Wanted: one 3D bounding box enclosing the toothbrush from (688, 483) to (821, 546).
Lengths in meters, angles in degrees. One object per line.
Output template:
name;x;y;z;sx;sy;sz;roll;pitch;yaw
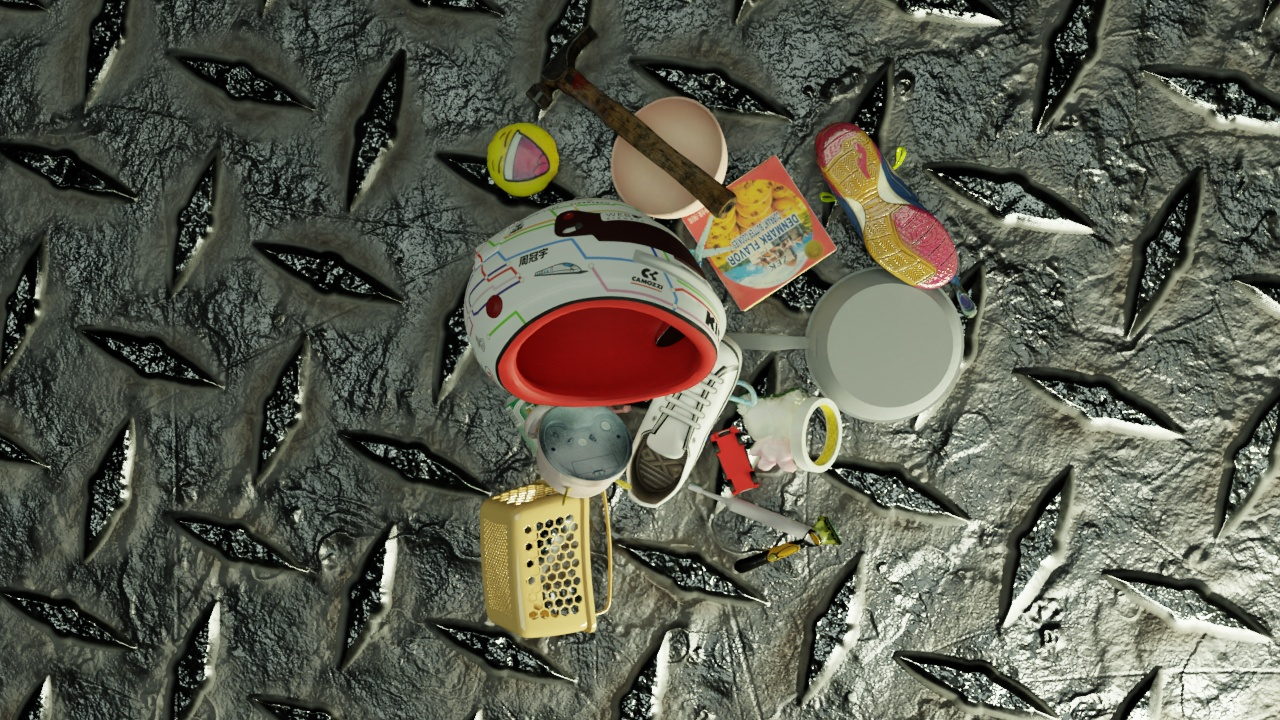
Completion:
toothbrush;0.150;0.198;1.197;0.188;0.019;0.018;21;114;3

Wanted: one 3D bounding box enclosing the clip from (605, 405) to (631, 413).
clip;-0.037;0.065;1.208;0.060;0.023;0.045;-44;88;1

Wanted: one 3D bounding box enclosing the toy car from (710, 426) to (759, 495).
toy car;0.123;0.131;1.189;0.038;0.025;0.089;-21;97;6

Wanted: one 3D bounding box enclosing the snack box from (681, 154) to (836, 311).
snack box;0.149;-0.160;1.164;0.143;0.040;0.145;-33;90;6

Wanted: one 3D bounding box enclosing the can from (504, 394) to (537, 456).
can;-0.133;0.083;1.200;0.053;0.053;0.101;-34;90;6

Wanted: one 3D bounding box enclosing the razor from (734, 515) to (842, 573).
razor;0.185;0.245;1.185;0.144;0.021;0.044;-26;102;20

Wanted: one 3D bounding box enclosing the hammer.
hammer;-0.001;-0.284;1.112;0.330;0.033;0.120;44;98;25

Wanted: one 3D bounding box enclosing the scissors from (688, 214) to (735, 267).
scissors;0.075;-0.123;1.159;0.130;0.014;0.119;-8;106;43

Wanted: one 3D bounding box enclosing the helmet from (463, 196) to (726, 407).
helmet;-0.055;-0.078;1.092;0.315;0.231;0.235;-10;49;16

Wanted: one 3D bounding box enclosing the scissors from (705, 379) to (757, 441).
scissors;0.091;0.045;1.181;0.130;0.013;0.125;4;105;23

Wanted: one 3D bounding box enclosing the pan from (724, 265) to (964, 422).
pan;0.233;-0.022;1.168;0.357;0.050;0.201;1;94;3

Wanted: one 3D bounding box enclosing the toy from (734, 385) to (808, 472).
toy;0.173;0.090;1.176;0.096;0.041;0.109;-5;87;21

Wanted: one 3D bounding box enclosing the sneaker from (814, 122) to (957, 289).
sneaker;0.304;-0.194;1.131;0.116;0.091;0.242;-37;100;10

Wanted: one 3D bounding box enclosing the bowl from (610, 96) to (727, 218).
bowl;0.045;-0.241;1.141;0.153;0.076;0.153;-5;78;25

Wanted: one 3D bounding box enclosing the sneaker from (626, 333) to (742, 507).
sneaker;0.044;0.079;1.138;0.091;0.097;0.246;29;108;5

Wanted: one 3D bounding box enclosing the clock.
clock;-0.081;0.098;1.139;0.116;0.059;0.157;-10;57;-28

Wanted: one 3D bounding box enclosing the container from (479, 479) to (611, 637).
container;-0.110;0.250;1.181;0.166;0.129;0.183;-6;94;-36

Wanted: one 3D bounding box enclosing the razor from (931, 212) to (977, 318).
razor;0.387;-0.116;1.156;0.044;0.018;0.141;-30;91;6

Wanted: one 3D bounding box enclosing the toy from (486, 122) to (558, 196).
toy;-0.153;-0.260;1.186;0.094;0.041;0.095;16;94;-1

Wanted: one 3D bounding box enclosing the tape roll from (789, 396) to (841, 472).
tape roll;0.221;0.093;1.152;0.019;0.093;0.094;4;95;43
